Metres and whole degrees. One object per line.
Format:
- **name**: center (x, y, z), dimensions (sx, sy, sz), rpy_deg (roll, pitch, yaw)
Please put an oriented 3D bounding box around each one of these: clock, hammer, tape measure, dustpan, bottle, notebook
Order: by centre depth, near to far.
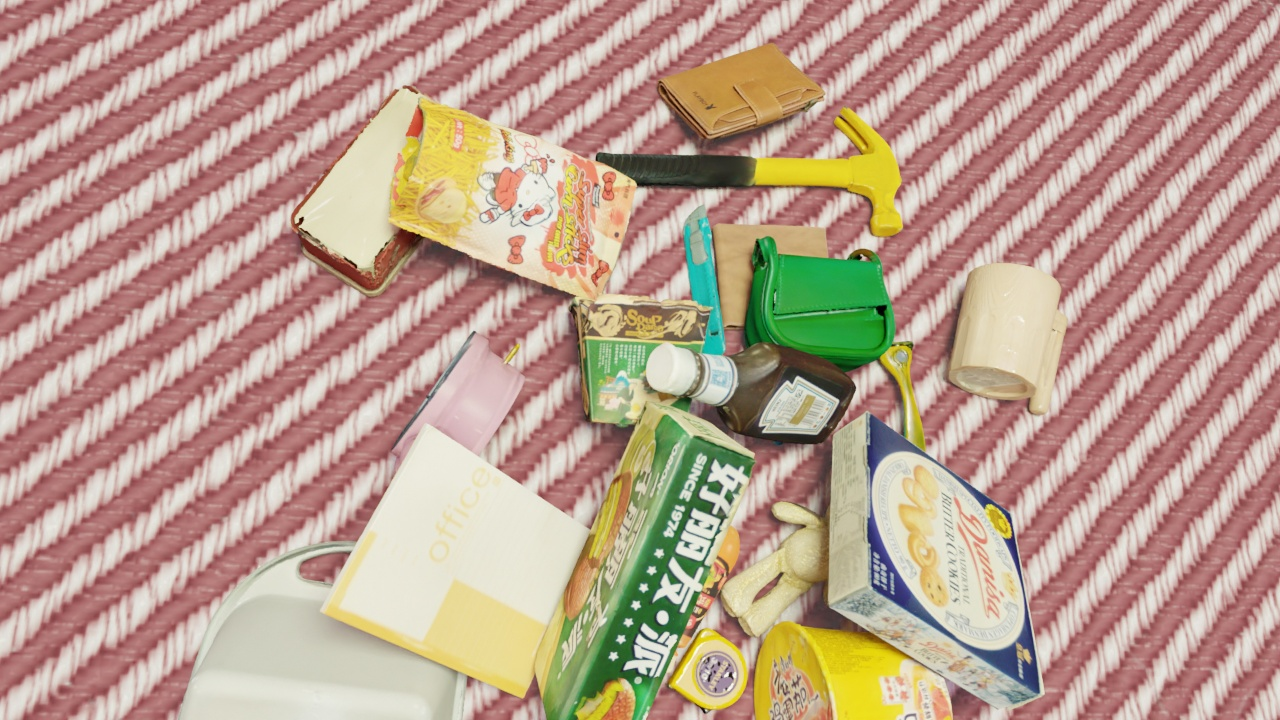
- **notebook**: center (-0.123, 0.157, 0.692), dimensions (0.206, 0.010, 0.145), rpy_deg (43, 66, -40)
- **dustpan**: center (-0.244, 0.285, 0.706), dimensions (0.222, 0.142, 0.258), rpy_deg (10, 102, -6)
- **clock**: center (-0.153, 0.055, 0.732), dimensions (0.060, 0.117, 0.158), rpy_deg (36, 70, -10)
- **bottle**: center (0.089, 0.022, 0.740), dimensions (0.194, 0.044, 0.080), rpy_deg (13, 114, -37)
- **bottle**: center (0.028, 0.197, 0.751), dimensions (0.067, 0.067, 0.149), rpy_deg (26, 79, -2)
- **tape measure**: center (0.058, 0.256, 0.753), dimensions (0.057, 0.029, 0.060), rpy_deg (34, 72, 2)
- **hammer**: center (0.106, -0.183, 0.884), dimensions (0.300, 0.033, 0.128), rpy_deg (-1, 74, -10)

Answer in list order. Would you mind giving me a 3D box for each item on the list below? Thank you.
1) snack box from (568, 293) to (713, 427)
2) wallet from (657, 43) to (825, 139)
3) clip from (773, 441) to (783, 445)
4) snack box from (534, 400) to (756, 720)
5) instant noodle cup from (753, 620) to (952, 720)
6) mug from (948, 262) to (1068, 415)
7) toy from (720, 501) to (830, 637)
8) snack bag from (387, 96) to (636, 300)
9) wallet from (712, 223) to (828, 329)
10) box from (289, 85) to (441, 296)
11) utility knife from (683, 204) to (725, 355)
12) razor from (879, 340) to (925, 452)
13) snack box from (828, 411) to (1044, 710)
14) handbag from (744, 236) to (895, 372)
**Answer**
- **snack box**: center (-0.005, 0.005, 0.780), dimensions (0.118, 0.117, 0.105), rpy_deg (5, 86, -6)
- **wallet**: center (0.100, -0.255, 0.886), dimensions (0.130, 0.035, 0.119), rpy_deg (-22, 49, -16)
- **clip**: center (0.126, 0.048, 0.829), dimensions (0.014, 0.047, 0.057), rpy_deg (2, 72, -8)
- **snack box**: center (-0.002, 0.156, 0.683), dimensions (0.063, 0.114, 0.240), rpy_deg (22, 94, -15)
- **instant noodle cup**: center (0.166, 0.273, 0.717), dimensions (0.109, 0.138, 0.138), rpy_deg (3, 74, -17)
- **mug**: center (0.351, -0.017, 0.860), dimensions (0.124, 0.084, 0.103), rpy_deg (28, 71, -29)
- **toy**: center (0.138, 0.170, 0.771), dimensions (0.157, 0.066, 0.105), rpy_deg (-34, 85, -13)
- **snack bag**: center (-0.104, -0.135, 0.779), dimensions (0.207, 0.073, 0.128), rpy_deg (17, 80, -30)
- **wallet**: center (0.127, -0.079, 0.866), dimensions (0.115, 0.020, 0.101), rpy_deg (-2, 77, -12)
- **box**: center (-0.217, -0.150, 0.796), dimensions (0.091, 0.081, 0.168), rpy_deg (32, 72, 1)
- **utility knife**: center (0.059, -0.073, 0.850), dimensions (0.029, 0.013, 0.151), rpy_deg (-16, 73, 27)
- **razor**: center (0.244, 0.047, 0.846), dimensions (0.043, 0.028, 0.132), rpy_deg (-3, 77, -14)
- **snack box**: center (0.232, 0.156, 0.735), dimensions (0.182, 0.046, 0.177), rpy_deg (33, 39, -16)
- **handbag**: center (0.160, -0.049, 0.826), dimensions (0.131, 0.068, 0.120), rpy_deg (4, 74, -13)
